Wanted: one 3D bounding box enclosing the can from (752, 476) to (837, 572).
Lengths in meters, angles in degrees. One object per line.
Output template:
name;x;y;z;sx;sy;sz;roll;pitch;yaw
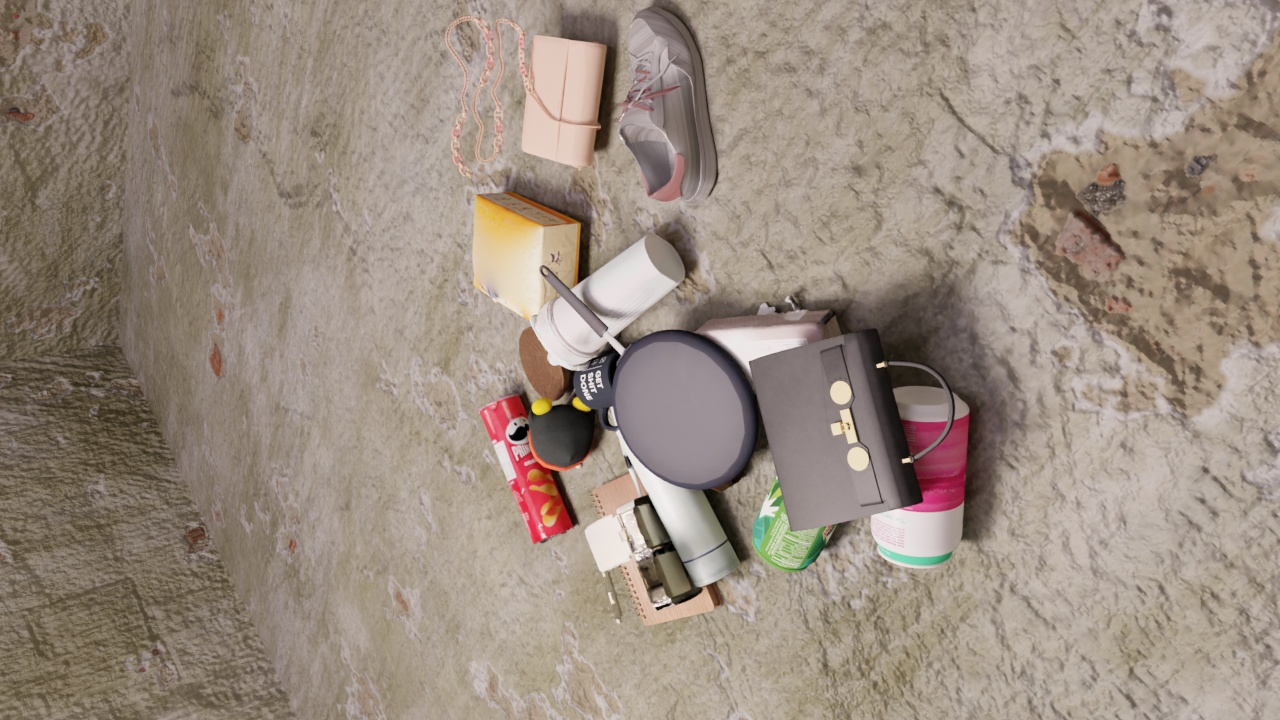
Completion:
can;0.183;0.161;1.027;0.083;0.082;0.144;42;130;32

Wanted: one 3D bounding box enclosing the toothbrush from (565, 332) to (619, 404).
toothbrush;-0.077;0.018;1.317;0.022;0.024;0.186;-84;21;-45

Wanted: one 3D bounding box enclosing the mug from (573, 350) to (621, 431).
mug;-0.038;0.043;1.238;0.078;0.071;0.105;-14;80;49

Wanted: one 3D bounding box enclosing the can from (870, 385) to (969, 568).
can;0.275;0.114;0.908;0.088;0.088;0.166;13;111;45

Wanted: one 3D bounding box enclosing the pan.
pan;-0.007;0.007;1.106;0.356;0.021;0.199;46;126;14

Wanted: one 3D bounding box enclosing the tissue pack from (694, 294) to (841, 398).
tissue pack;0.152;-0.013;1.033;0.182;0.071;0.104;-2;115;50

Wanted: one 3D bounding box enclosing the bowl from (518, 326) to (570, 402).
bowl;-0.137;0.002;1.363;0.118;0.030;0.118;32;133;41

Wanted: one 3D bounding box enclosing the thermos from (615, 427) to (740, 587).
thermos;0.047;0.174;1.177;0.068;0.067;0.230;-30;85;48

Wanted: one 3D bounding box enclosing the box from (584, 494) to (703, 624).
box;-0.026;0.258;1.156;0.101;0.194;0.143;-29;74;25

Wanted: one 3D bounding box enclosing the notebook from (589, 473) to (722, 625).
notebook;0.016;0.260;1.290;0.170;0.022;0.210;-31;79;47

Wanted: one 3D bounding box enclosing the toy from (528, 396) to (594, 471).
toy;-0.119;0.115;1.342;0.119;0.097;0.099;124;140;-59

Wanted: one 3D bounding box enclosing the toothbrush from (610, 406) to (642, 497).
toothbrush;-0.020;0.130;1.268;0.012;0.017;0.186;-35;65;47

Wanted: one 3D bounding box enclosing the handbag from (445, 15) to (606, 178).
handbag;-0.140;-0.319;1.157;0.117;0.186;0.199;30;118;47

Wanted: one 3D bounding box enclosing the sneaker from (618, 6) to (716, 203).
sneaker;0.015;-0.295;1.066;0.099;0.089;0.236;-13;92;49

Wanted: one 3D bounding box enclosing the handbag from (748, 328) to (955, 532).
handbag;0.212;0.058;0.863;0.196;0.072;0.175;-23;78;52

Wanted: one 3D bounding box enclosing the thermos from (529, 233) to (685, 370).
thermos;-0.045;-0.071;1.175;0.221;0.099;0.099;-34;76;34

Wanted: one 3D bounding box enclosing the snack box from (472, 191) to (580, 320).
snack box;-0.173;-0.147;1.312;0.195;0.080;0.145;31;124;46

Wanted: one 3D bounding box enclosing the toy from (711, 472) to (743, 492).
toy;0.084;0.116;1.141;0.100;0.062;0.076;54;173;1

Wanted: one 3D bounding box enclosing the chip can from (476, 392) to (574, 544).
chip can;-0.179;0.171;1.440;0.073;0.073;0.233;-33;78;48
